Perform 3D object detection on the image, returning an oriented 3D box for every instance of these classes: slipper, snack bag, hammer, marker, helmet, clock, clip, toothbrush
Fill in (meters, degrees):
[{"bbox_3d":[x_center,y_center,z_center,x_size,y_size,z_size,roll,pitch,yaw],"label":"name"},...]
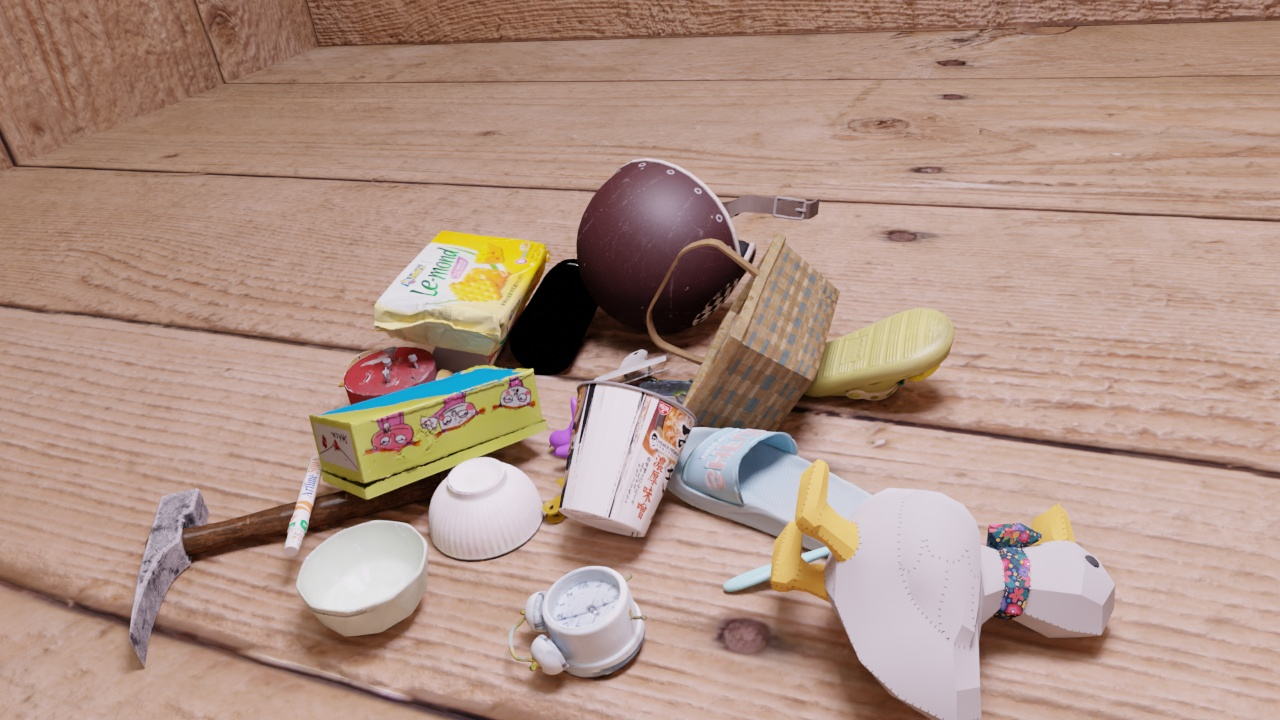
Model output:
[{"bbox_3d":[0.126,0.112,0.903,0.246,0.074,0.103,20,40,36],"label":"slipper"},{"bbox_3d":[-0.217,-0.089,1.167,0.160,0.068,0.246,7,33,9],"label":"snack bag"},{"bbox_3d":[-0.348,0.181,0.930,0.300,0.037,0.217,-13,32,-10],"label":"hammer"},{"bbox_3d":[-0.342,0.146,0.935,0.017,0.017,0.145,-9,31,-3],"label":"marker"},{"bbox_3d":[0.045,-0.153,1.208,0.233,0.234,0.252,38,33,15],"label":"helmet"},{"bbox_3d":[-0.288,0.035,1.112,0.159,0.081,0.116,16,38,33],"label":"clock"},{"bbox_3d":[-0.077,0.144,0.939,0.049,0.044,0.054,1,22,-40],"label":"clip"},{"bbox_3d":[0.270,0.010,1.043,0.191,0.081,0.091,-19,32,34],"label":"slipper"},{"bbox_3d":[-0.008,0.005,1.127,0.102,0.046,0.056,-17,19,22],"label":"clip"},{"bbox_3d":[0.159,0.175,0.818,0.181,0.016,0.016,-20,31,5],"label":"toothbrush"},{"bbox_3d":[-0.054,0.224,0.776,0.117,0.057,0.083,-19,32,-5],"label":"clock"}]

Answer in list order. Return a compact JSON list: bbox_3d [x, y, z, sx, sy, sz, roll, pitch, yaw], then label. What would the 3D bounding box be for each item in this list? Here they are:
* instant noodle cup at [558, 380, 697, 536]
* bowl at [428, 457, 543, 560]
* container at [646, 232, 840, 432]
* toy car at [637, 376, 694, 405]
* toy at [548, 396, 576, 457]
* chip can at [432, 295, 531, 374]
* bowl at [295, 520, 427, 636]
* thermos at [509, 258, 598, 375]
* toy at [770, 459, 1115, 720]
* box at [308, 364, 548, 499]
[{"bbox_3d":[-0.020,0.100,0.890,0.124,0.123,0.121,8,70,24],"label":"instant noodle cup"},{"bbox_3d":[-0.161,0.140,0.931,0.118,0.062,0.118,-5,31,3],"label":"bowl"},{"bbox_3d":[0.106,-0.043,1.046,0.186,0.158,0.249,30,37,0],"label":"container"},{"bbox_3d":[0.037,0.040,1.085,0.090,0.027,0.038,1,26,24],"label":"toy car"},{"bbox_3d":[-0.049,0.079,1.012,0.105,0.056,0.088,-28,41,-32],"label":"toy"},{"bbox_3d":[-0.210,-0.052,1.244,0.075,0.075,0.214,-1,32,11],"label":"chip can"},{"bbox_3d":[-0.247,0.207,0.840,0.117,0.061,0.117,-6,32,3],"label":"bowl"},{"bbox_3d":[-0.106,-0.070,1.241,0.086,0.086,0.198,0,32,13],"label":"thermos"},{"bbox_3d":[0.240,0.178,0.722,0.267,0.141,0.245,18,37,8],"label":"toy"},{"bbox_3d":[-0.224,0.069,0.987,0.220,0.082,0.125,-17,13,-40],"label":"box"}]
